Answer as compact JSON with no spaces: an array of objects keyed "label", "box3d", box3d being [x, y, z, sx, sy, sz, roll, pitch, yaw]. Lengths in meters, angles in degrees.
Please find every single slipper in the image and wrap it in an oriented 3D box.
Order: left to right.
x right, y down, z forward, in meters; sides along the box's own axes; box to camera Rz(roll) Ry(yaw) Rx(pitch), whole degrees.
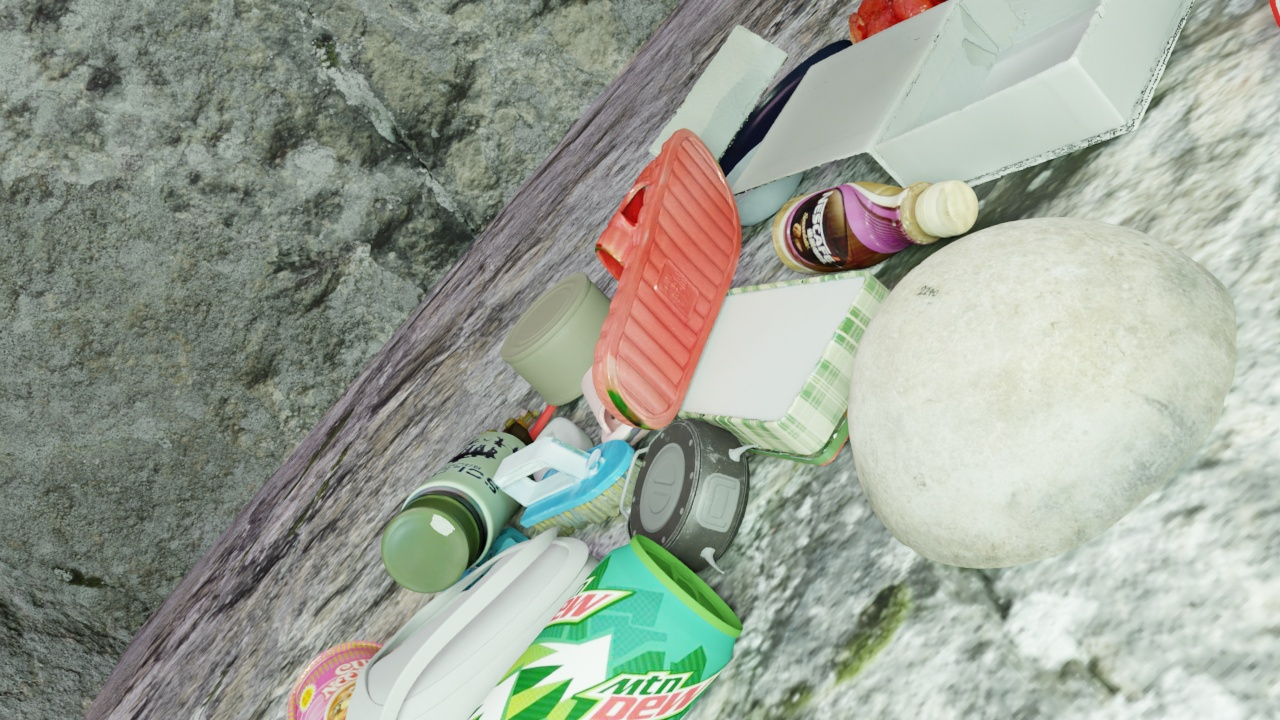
[{"label":"slipper","box3d":[-0.005,0.005,0.797,0.107,0.055,0.221,-44,18,11]},{"label":"slipper","box3d":[0.010,-0.058,0.655,0.059,0.103,0.248,-14,48,40]}]

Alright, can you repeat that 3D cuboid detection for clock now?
[{"label":"clock","box3d":[0.030,0.083,0.562,0.123,0.043,0.091,-4,68,68]}]

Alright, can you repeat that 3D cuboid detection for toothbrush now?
[{"label":"toothbrush","box3d":[-0.125,0.087,0.972,0.212,0.018,0.012,-57,20,-21]}]

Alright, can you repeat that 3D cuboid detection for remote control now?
[{"label":"remote control","box3d":[-0.072,0.087,0.833,0.060,0.028,0.114,-50,18,1]}]

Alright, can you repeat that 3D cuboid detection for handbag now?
[{"label":"handbag","box3d":[-0.129,0.189,0.617,0.215,0.095,0.223,-39,12,-26]}]

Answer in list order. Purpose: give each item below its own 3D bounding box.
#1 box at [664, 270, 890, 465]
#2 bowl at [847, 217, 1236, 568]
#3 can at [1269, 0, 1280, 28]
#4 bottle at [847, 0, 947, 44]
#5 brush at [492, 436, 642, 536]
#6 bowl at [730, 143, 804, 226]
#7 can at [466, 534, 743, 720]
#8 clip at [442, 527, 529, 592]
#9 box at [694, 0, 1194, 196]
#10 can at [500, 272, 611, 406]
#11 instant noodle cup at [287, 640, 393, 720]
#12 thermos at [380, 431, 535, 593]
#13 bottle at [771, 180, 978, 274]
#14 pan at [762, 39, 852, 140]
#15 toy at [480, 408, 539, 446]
[{"label":"box","box3d":[0.081,0.005,0.611,0.117,0.051,0.206,-59,19,-14]},{"label":"bowl","box3d":[0.154,-0.003,0.409,0.179,0.081,0.178,-42,22,21]},{"label":"can","box3d":[0.296,-0.135,0.323,0.087,0.086,0.116,-40,21,27]},{"label":"bottle","box3d":[0.234,-0.300,0.771,0.111,0.099,0.098,-24,31,44]},{"label":"brush","box3d":[-0.051,0.089,0.708,0.136,0.075,0.055,-29,28,47]},{"label":"bowl","box3d":[0.117,-0.166,0.868,0.106,0.039,0.106,-43,20,19]},{"label":"can","box3d":[-0.021,0.168,0.473,0.144,0.083,0.083,-50,18,0]},{"label":"clip","box3d":[-0.144,0.188,0.815,0.120,0.027,0.102,-43,22,20]},{"label":"box","box3d":[0.191,-0.199,0.669,0.369,0.098,0.165,-4,48,56]},{"label":"can","box3d":[-0.078,-0.023,0.969,0.128,0.073,0.127,-37,23,18]},{"label":"instant noodle cup","box3d":[-0.206,0.276,0.691,0.097,0.097,0.109,-55,26,-15]},{"label":"thermos","box3d":[-0.150,0.124,0.770,0.082,0.082,0.231,-47,3,10]},{"label":"bottle","box3d":[0.153,-0.091,0.610,0.059,0.059,0.166,-54,20,-13]},{"label":"pan","box3d":[0.201,-0.285,0.928,0.358,0.021,0.198,-26,30,52]},{"label":"toy","box3d":[-0.130,0.082,0.932,0.076,0.062,0.099,-60,3,39]}]
